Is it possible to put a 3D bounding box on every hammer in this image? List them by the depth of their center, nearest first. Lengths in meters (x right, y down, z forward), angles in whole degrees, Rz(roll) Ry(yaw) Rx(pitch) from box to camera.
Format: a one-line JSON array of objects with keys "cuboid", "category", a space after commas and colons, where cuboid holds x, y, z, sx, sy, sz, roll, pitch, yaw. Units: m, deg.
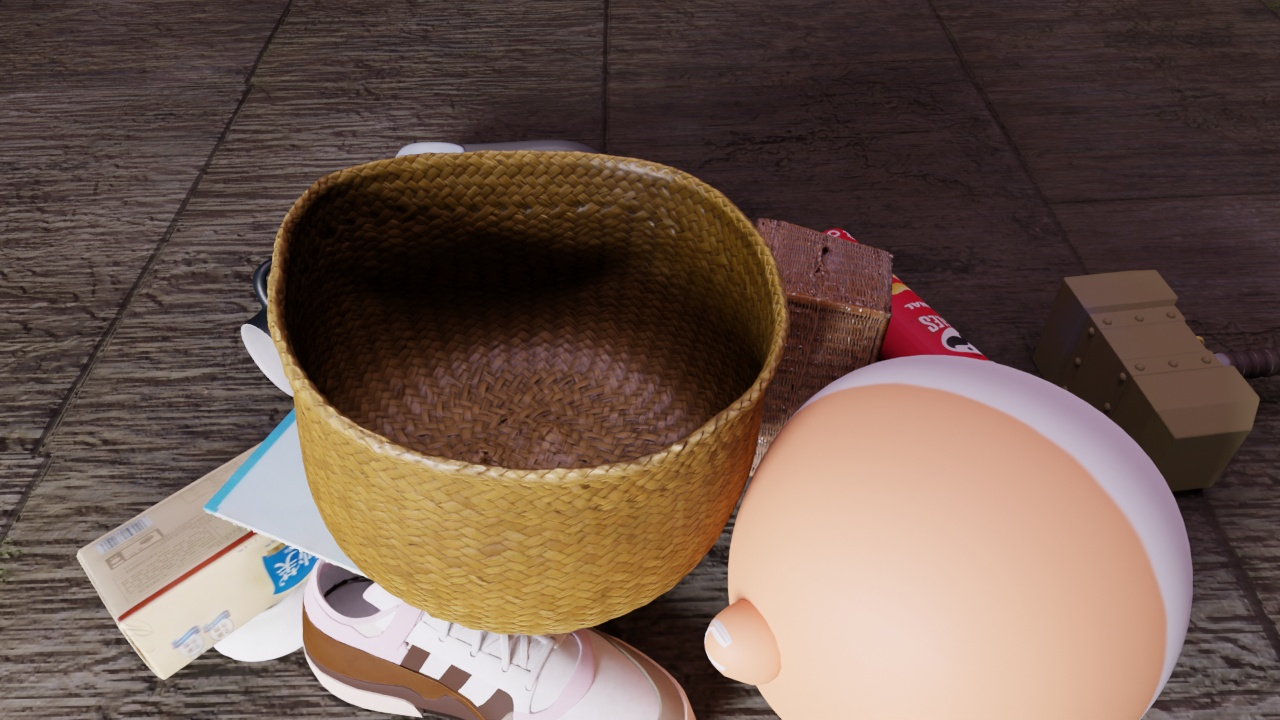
[{"cuboid": [0.544, 0.002, 0.797, 0.325, 0.101, 0.190, -6, 46, -4], "category": "hammer"}]

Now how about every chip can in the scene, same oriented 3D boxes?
[{"cuboid": [0.237, -0.039, 0.872, 0.069, 0.069, 0.220, -21, 48, -18], "category": "chip can"}]

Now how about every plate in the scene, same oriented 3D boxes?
[{"cuboid": [-0.287, 0.178, 0.707, 0.104, 0.026, 0.104, -1, 45, 1], "category": "plate"}]

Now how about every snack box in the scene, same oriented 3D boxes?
[{"cuboid": [-0.297, 0.127, 0.696, 0.206, 0.055, 0.153, -35, 29, -31], "category": "snack box"}]

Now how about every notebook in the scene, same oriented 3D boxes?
[{"cuboid": [-0.164, 0.050, 0.680, 0.181, 0.009, 0.252, 19, 44, 9], "category": "notebook"}]

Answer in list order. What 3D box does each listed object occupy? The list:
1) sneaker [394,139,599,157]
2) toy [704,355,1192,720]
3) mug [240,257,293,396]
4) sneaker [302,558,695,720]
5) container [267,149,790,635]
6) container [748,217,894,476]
[{"cuboid": [-0.156, -0.158, 1.000, 0.257, 0.093, 0.160, 0, 54, 1], "category": "sneaker"}, {"cuboid": [0.179, 0.138, 0.566, 0.263, 0.266, 0.279, 26, 37, 33], "category": "toy"}, {"cuboid": [-0.317, -0.041, 0.859, 0.085, 0.122, 0.094, 1, 36, 45], "category": "mug"}, {"cuboid": [-0.101, 0.193, 0.621, 0.294, 0.117, 0.111, 16, 48, 17], "category": "sneaker"}, {"cuboid": [-0.067, 0.018, 0.578, 0.307, 0.197, 0.306, 4, 40, -4], "category": "container"}, {"cuboid": [0.128, -0.001, 0.749, 0.113, 0.199, 0.113, 13, 36, 8], "category": "container"}]
